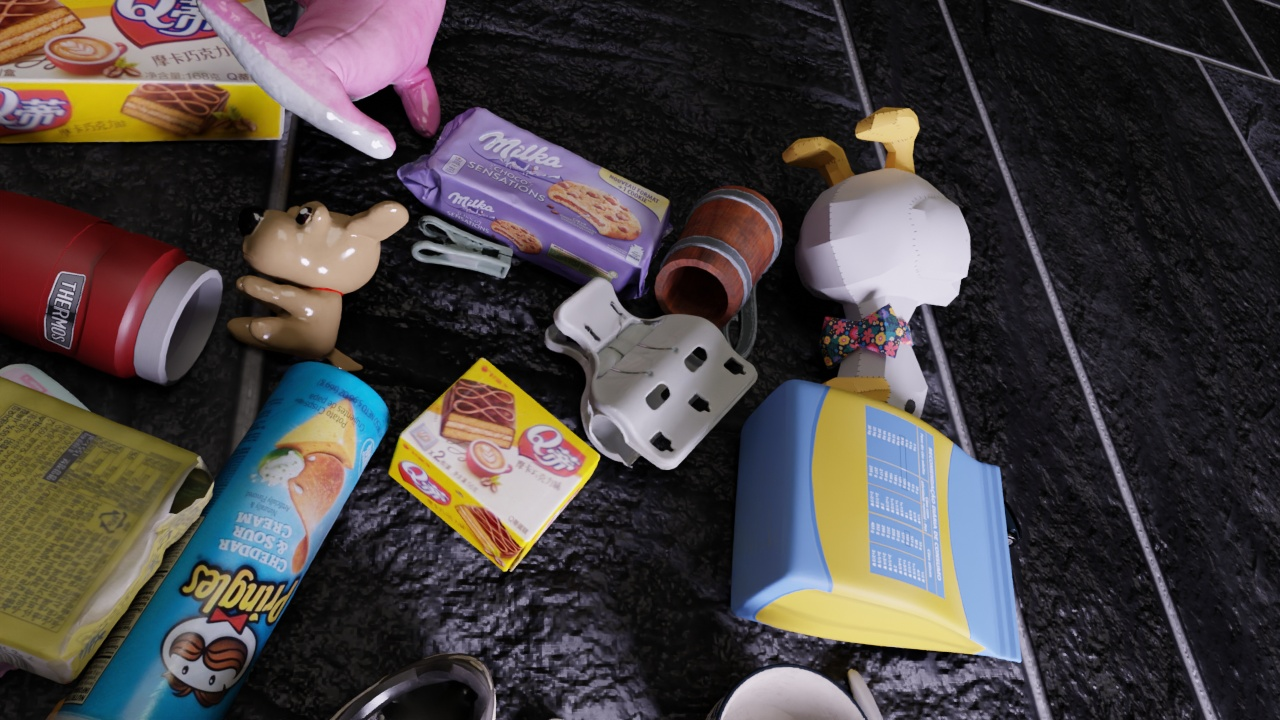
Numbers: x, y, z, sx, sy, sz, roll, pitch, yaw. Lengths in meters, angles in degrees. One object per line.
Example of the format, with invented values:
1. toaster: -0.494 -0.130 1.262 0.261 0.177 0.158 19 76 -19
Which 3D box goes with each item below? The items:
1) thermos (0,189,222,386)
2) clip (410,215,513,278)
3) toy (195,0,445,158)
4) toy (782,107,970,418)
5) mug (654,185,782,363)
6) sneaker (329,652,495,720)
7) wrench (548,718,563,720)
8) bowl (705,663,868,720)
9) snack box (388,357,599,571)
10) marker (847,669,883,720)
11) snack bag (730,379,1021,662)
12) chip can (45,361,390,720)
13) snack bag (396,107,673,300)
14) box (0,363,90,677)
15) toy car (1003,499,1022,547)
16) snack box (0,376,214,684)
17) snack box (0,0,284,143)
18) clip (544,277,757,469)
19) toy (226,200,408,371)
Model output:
1. thermos: -0.361 -0.060 0.552 0.198 0.084 0.108 22 20 -8
2. clip: -0.136 -0.084 0.699 0.074 0.023 0.035 16 53 -17
3. toy: -0.203 -0.262 0.688 0.186 0.128 0.264 41 30 -20
4. toy: 0.205 -0.067 0.777 0.246 0.141 0.267 -8 88 -47
5. mug: 0.069 -0.066 0.745 0.117 0.082 0.110 63 36 -25
6. sneaker: -0.149 0.237 0.440 0.089 0.103 0.240 40 53 4
7. wrench: -0.097 0.312 0.472 0.066 0.018 0.272 32 51 -3
8. bowl: 0.084 0.251 0.562 0.115 0.059 0.115 11 56 -17
9. snack box: -0.095 0.068 0.596 0.106 0.061 0.083 39 53 3
10. marker: 0.172 0.275 0.617 0.022 0.016 0.138 15 47 -54
11. snack bag: 0.176 0.119 0.656 0.205 0.102 0.158 16 56 -12
12. chip can: -0.220 0.108 0.506 0.080 0.080 0.228 26 52 -7
13. snack bag: -0.079 -0.122 0.727 0.205 0.059 0.096 26 49 -3
14. box: -0.362 0.094 0.473 0.154 0.045 0.200 39 52 4
15. toy car: 0.246 0.133 0.723 0.112 0.034 0.046 -3 55 -17
16. snack box: -0.320 0.072 0.449 0.181 0.045 0.121 20 51 1
17. snack box: -0.380 -0.215 0.646 0.229 0.062 0.110 -8 63 -27
18. clip: -0.005 0.010 0.687 0.151 0.092 0.125 34 49 17
19. toy: -0.218 -0.056 0.606 0.105 0.134 0.108 22 79 -37
